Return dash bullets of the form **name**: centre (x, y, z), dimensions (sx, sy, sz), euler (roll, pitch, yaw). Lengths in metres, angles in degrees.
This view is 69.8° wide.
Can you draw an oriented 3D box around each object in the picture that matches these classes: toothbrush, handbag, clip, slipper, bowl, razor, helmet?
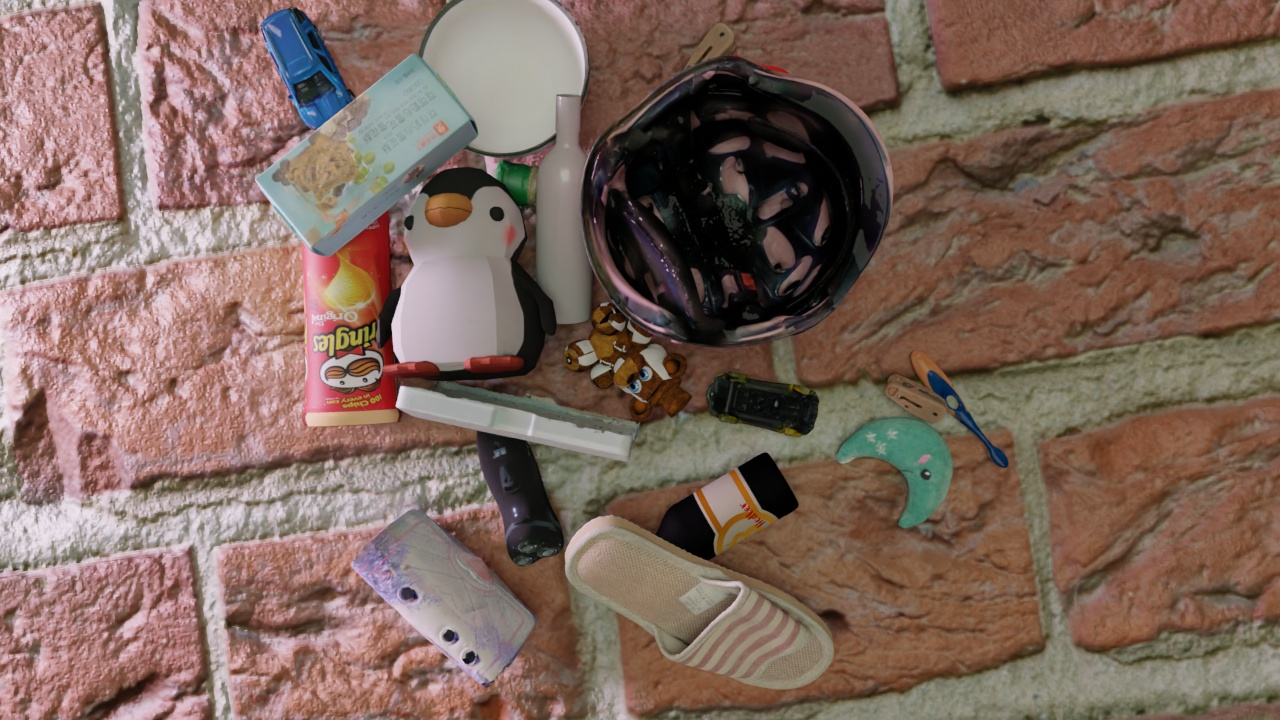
- **toothbrush**: centre (0.295, 0.045, 0.850), dimensions (0.021, 0.017, 0.135), euler (-38, 86, -2)
- **handbag**: centre (-0.168, 0.207, 0.812), dimensions (0.158, 0.126, 0.069), euler (43, 89, 3)
- **clip**: centre (0.062, -0.283, 0.846), dimensions (0.049, 0.061, 0.026), euler (-39, 89, -25)
- **clip**: centre (0.251, 0.035, 0.840), dimensions (0.061, 0.049, 0.026), euler (56, 131, 29)
- **slipper**: centre (0.054, 0.222, 0.805), dimensions (0.263, 0.052, 0.115), euler (30, 115, -11)
- **bowl**: centre (-0.120, -0.255, 0.835), dimensions (0.153, 0.073, 0.153), euler (0, 90, 2)
- **razor**: centre (-0.115, 0.117, 0.840), dimensions (0.053, 0.064, 0.140), euler (-22, 86, 0)
- **helmet**: centre (0.080, -0.122, 0.788), dimensions (0.255, 0.152, 0.230), euler (-29, 86, 1)

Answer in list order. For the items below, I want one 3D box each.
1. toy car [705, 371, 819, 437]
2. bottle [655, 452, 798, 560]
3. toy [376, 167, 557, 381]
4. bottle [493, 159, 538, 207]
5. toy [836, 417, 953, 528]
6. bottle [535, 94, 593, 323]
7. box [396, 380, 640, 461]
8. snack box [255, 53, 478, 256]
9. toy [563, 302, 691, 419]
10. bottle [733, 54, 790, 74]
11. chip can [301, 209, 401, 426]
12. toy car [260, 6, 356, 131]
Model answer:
- **toy car**: centre (0.113, 0.040, 0.848), dimensions (0.107, 0.030, 0.049), euler (13, 92, 0)
- **bottle**: centre (0.052, 0.153, 0.836), dimensions (0.181, 0.059, 0.059), euler (-31, 89, 2)
- **toy**: centre (-0.149, -0.075, 0.812), dimensions (0.159, 0.140, 0.184), euler (-4, 83, 11)
- **bottle**: centre (-0.079, -0.159, 0.849), dimensions (0.111, 0.043, 0.043), euler (7, 90, 2)
- **toy**: centre (0.242, 0.097, 0.844), dimensions (0.085, 0.033, 0.105), euler (-43, 90, 12)
- **bottle**: centre (-0.066, -0.132, 0.808), dimensions (0.052, 0.052, 0.195), euler (4, 113, 2)
- **box**: centre (-0.101, 0.053, 0.803), dimensions (0.197, 0.136, 0.044), euler (13, 92, 2)
- **snack box**: centre (-0.227, -0.171, 0.772), dimensions (0.174, 0.053, 0.075), euler (-40, 90, -2)
- **toy**: centre (-0.005, 0.005, 0.836), dimensions (0.112, 0.067, 0.087), euler (45, 116, 13)
- **bottle**: centre (0.140, -0.233, 0.840), dimensions (0.141, 0.042, 0.042), euler (38, 91, 2)
- **chip can**: centre (-0.266, -0.048, 0.835), dimensions (0.087, 0.087, 0.213), euler (-2, 89, 2)
- **toy car**: centre (-0.313, -0.271, 0.857), dimensions (0.056, 0.043, 0.120), euler (-27, 90, 2)
